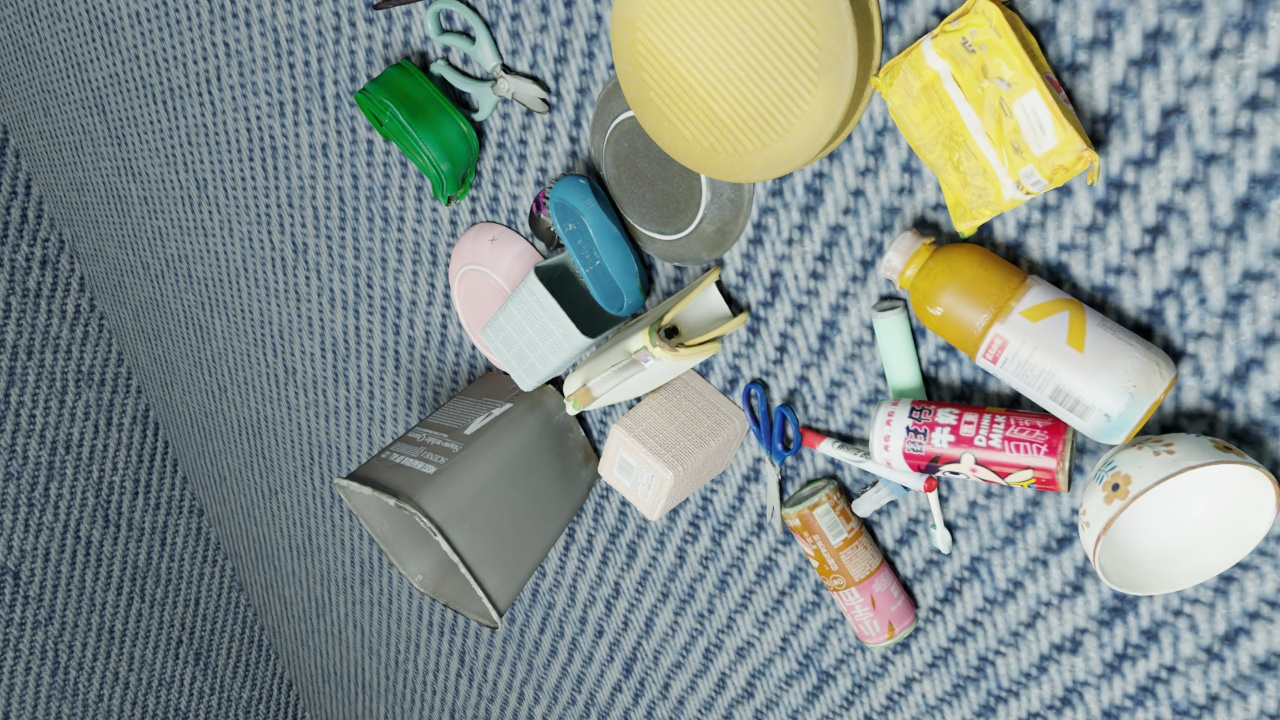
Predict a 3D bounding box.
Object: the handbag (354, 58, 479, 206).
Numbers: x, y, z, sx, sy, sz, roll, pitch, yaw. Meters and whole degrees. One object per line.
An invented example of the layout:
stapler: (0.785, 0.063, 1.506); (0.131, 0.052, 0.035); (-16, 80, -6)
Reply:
handbag: (-0.225, -0.229, 0.939); (0.131, 0.067, 0.120); (45, 162, 10)

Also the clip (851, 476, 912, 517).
clip: (0.203, 0.113, 0.780); (0.025, 0.032, 0.057); (50, 139, 4)

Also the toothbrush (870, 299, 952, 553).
toothbrush: (0.217, 0.057, 0.717); (0.027, 0.026, 0.224); (30, 142, 65)

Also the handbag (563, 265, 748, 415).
handbag: (-0.005, 0.005, 0.794); (0.063, 0.178, 0.164); (54, 143, -3)

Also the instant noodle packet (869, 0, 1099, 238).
instant noodle packet: (0.210, -0.147, 0.559); (0.128, 0.044, 0.111); (60, 149, 0)

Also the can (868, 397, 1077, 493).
can: (0.235, 0.058, 0.652); (0.133, 0.053, 0.053); (5, 122, 29)

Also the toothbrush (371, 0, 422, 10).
toothbrush: (-0.208, -0.353, 0.881); (0.181, 0.015, 0.018); (8, 117, 43)

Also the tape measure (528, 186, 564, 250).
tape measure: (-0.076, -0.136, 0.864); (0.058, 0.057, 0.039); (53, 144, 20)

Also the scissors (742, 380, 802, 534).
scissors: (0.127, 0.099, 0.840); (0.133, 0.012, 0.172); (1, 114, 66)

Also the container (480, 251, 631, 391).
container: (-0.086, -0.036, 0.899); (0.090, 0.089, 0.112); (51, 127, 3)

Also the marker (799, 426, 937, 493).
marker: (0.181, 0.080, 0.753); (0.145, 0.017, 0.017); (20, 131, 55)

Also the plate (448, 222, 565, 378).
plate: (-0.154, -0.057, 1.021); (0.192, 0.038, 0.193); (27, 134, 32)

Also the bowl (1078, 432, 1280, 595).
bowl: (0.326, 0.087, 0.576); (0.062, 0.113, 0.114); (-100, 7, -54)

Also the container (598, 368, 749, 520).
container: (0.028, 0.081, 0.869); (0.090, 0.110, 0.090); (40, 140, 19)

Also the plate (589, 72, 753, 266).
plate: (0.016, -0.159, 0.776); (0.179, 0.024, 0.180); (28, 135, 31)

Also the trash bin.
trash bin: (-0.179, 0.141, 1.028); (0.199, 0.219, 0.199); (9, 136, 44)

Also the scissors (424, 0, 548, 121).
scissors: (-0.148, -0.263, 0.882); (0.180, 0.019, 0.143); (39, 139, 19)

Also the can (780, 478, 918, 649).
can: (0.185, 0.179, 0.815); (0.058, 0.057, 0.147); (-29, 94, 53)

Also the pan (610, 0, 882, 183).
pan: (0.025, -0.289, 0.652); (0.357, 0.078, 0.198); (49, 136, -1)

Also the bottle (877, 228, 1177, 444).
bottle: (0.243, -0.022, 0.595); (0.189, 0.067, 0.068); (38, 139, 22)

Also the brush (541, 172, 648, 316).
brush: (-0.034, -0.100, 0.821); (0.144, 0.055, 0.073); (62, 167, -28)
